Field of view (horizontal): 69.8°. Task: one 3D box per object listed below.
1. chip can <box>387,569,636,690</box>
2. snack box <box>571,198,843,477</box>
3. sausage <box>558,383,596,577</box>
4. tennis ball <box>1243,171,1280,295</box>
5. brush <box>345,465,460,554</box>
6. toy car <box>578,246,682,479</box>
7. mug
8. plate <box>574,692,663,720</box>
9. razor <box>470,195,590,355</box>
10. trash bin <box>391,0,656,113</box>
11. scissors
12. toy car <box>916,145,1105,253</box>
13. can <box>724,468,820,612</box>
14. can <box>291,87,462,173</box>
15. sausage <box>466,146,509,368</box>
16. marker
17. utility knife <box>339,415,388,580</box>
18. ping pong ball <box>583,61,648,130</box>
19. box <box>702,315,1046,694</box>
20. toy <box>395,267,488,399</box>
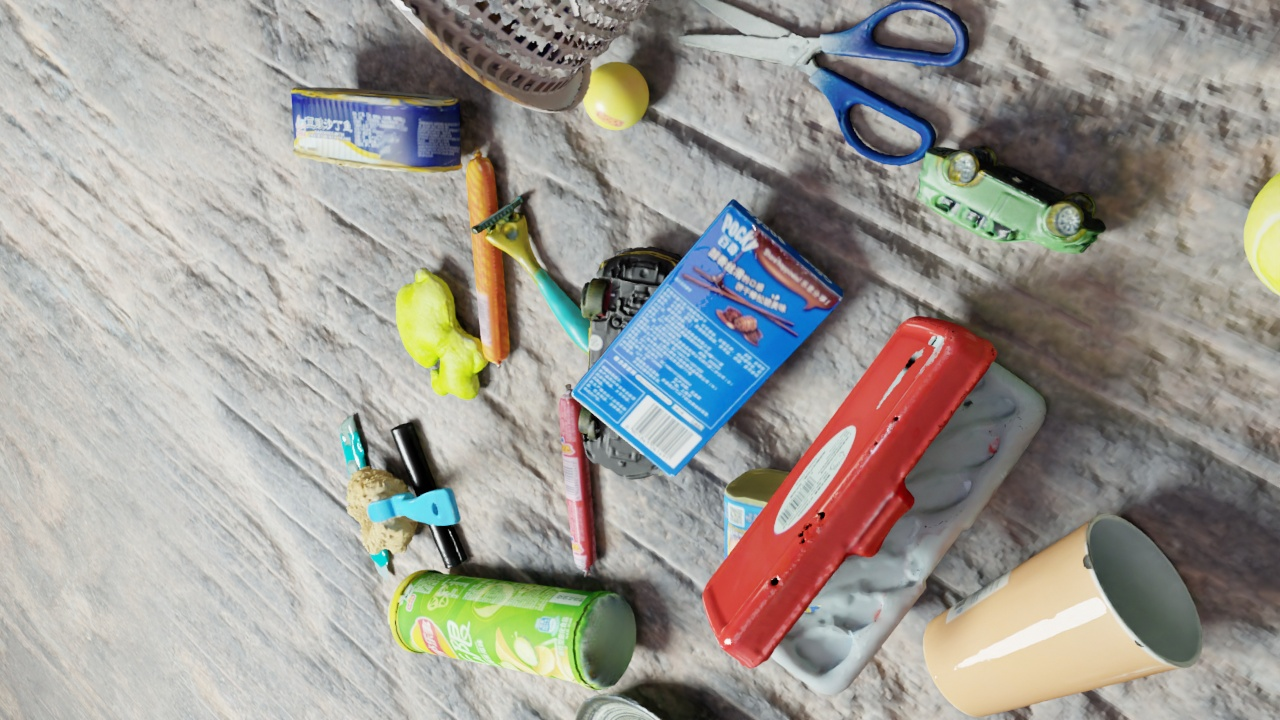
[{"bbox_3d":[-0.105,0.212,0.737,0.222,0.072,0.072,-4,104,37],"label":"chip can"},{"bbox_3d":[0.037,-0.010,0.551,0.084,0.026,0.157,40,113,-3],"label":"snack box"},{"bbox_3d":[-0.047,0.092,0.686,0.020,0.020,0.156,8,111,33],"label":"sausage"},{"bbox_3d":[0.282,-0.053,0.370,0.065,0.065,0.065,13,113,32],"label":"tennis ball"},{"bbox_3d":[-0.190,0.120,0.736,0.255,0.045,0.083,-18,87,61],"label":"brush"},{"bbox_3d":[-0.004,0.004,0.603,0.071,0.041,0.156,9,110,10],"label":"toy car"},{"bbox_3d":[0.214,0.142,0.486,0.078,0.078,0.123,52,132,9],"label":"mug"},{"bbox_3d":[0.018,0.332,0.710,0.179,0.024,0.180,24,127,37],"label":"plate"},{"bbox_3d":[-0.064,-0.052,0.641,0.132,0.043,0.028,53,167,6],"label":"razor"},{"bbox_3d":[-0.026,-0.266,0.437,0.193,0.227,0.227,-27,90,26],"label":"trash bin"},{"bbox_3d":[0.092,-0.158,0.503,0.171,0.012,0.141,-7,102,38],"label":"scissors"},{"bbox_3d":[0.180,-0.078,0.449,0.091,0.043,0.036,31,119,25],"label":"toy car"},{"bbox_3d":[0.101,0.120,0.568,0.102,0.057,0.083,9,109,33],"label":"can"},{"bbox_3d":[-0.192,-0.168,0.663,0.148,0.074,0.049,14,111,31],"label":"can"},{"bbox_3d":[-0.111,-0.072,0.672,0.021,0.021,0.165,11,112,33],"label":"sausage"},{"bbox_3d":[-0.183,0.116,0.791,0.022,0.020,0.132,-16,97,30],"label":"marker"},{"bbox_3d":[-0.256,0.130,0.853,0.029,0.013,0.164,-1,106,37],"label":"utility knife"},{"bbox_3d":[-0.015,-0.161,0.559,0.040,0.040,0.040,13,113,32],"label":"ping pong ball"},{"bbox_3d":[0.128,0.081,0.482,0.098,0.095,0.201,35,94,-10],"label":"box"},{"bbox_3d":[-0.160,-0.018,0.720,0.100,0.031,0.097,36,126,20],"label":"toy"}]
